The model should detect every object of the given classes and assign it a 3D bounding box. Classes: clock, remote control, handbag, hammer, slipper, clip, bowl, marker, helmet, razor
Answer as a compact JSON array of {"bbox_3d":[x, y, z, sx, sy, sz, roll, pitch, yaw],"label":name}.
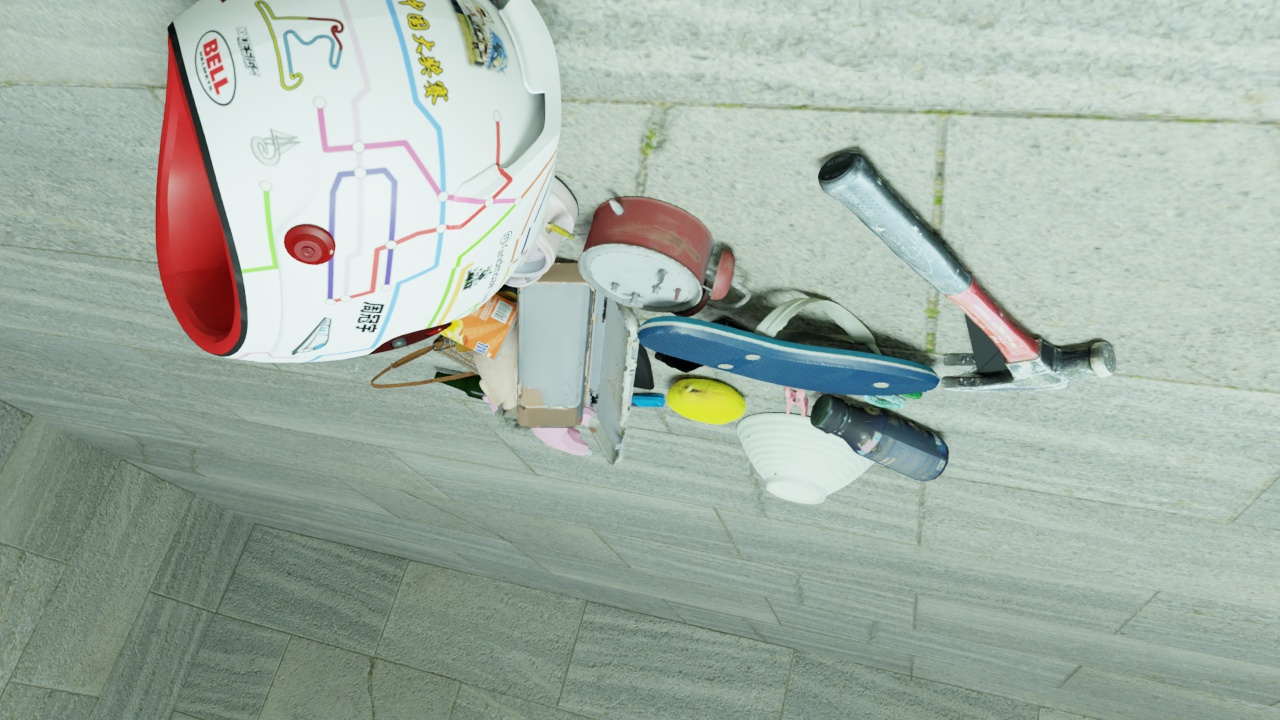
[{"bbox_3d":[0.021,-0.076,0.796,0.156,0.061,0.110,24,156,-19],"label":"clock"},{"bbox_3d":[-0.006,0.006,1.066,0.039,0.010,0.125,10,157,15],"label":"remote control"},{"bbox_3d":[-0.251,0.000,1.127,0.196,0.043,0.093,-17,151,25],"label":"handbag"},{"bbox_3d":[0.241,-0.058,0.728,0.326,0.036,0.141,33,150,-34],"label":"hammer"},{"bbox_3d":[0.138,-0.016,0.855,0.294,0.060,0.118,11,161,-18],"label":"slipper"},{"bbox_3d":[0.167,0.042,1.023,0.039,0.022,0.059,13,152,15],"label":"clip"},{"bbox_3d":[0.065,-0.011,0.968,0.045,0.021,0.141,27,156,-20],"label":"remote control"},{"bbox_3d":[0.199,0.133,1.144,0.177,0.070,0.177,14,157,6],"label":"bowl"},{"bbox_3d":[-0.019,0.050,1.173,0.123,0.015,0.018,0,149,40],"label":"marker"},{"bbox_3d":[-0.178,-0.124,0.600,0.235,0.231,0.315,-13,167,-33],"label":"helmet"},{"bbox_3d":[-0.124,-0.116,0.804,0.116,0.058,0.158,24,157,-18],"label":"clock"},{"bbox_3d":[-0.191,-0.076,0.987,0.144,0.021,0.044,7,143,21],"label":"razor"}]

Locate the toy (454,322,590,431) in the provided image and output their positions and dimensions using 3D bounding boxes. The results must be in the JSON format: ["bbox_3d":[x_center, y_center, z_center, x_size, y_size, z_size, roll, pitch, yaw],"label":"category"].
[{"bbox_3d":[-0.140,0.003,1.047,0.176,0.133,0.076,47,-175,-19],"label":"toy"}]

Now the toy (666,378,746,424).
[{"bbox_3d":[0.076,0.050,1.075,0.096,0.041,0.094,4,159,26],"label":"toy"}]

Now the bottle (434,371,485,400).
[{"bbox_3d":[-0.221,0.036,1.250,0.123,0.033,0.033,14,157,7],"label":"bottle"}]

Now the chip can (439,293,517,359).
[{"bbox_3d":[-0.229,-0.074,0.936,0.210,0.062,0.062,27,156,-10],"label":"chip can"}]

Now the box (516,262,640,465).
[{"bbox_3d":[-0.067,0.012,0.925,0.121,0.094,0.218,3,135,-5],"label":"box"}]

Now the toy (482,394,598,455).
[{"bbox_3d":[-0.124,0.063,1.163,0.157,0.067,0.123,27,-179,-20],"label":"toy"}]

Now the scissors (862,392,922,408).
[{"bbox_3d":[0.224,0.025,0.957,0.132,0.013,0.078,15,157,0],"label":"scissors"}]

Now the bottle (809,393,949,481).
[{"bbox_3d":[0.261,0.083,1.006,0.160,0.056,0.056,23,156,-17],"label":"bottle"}]
